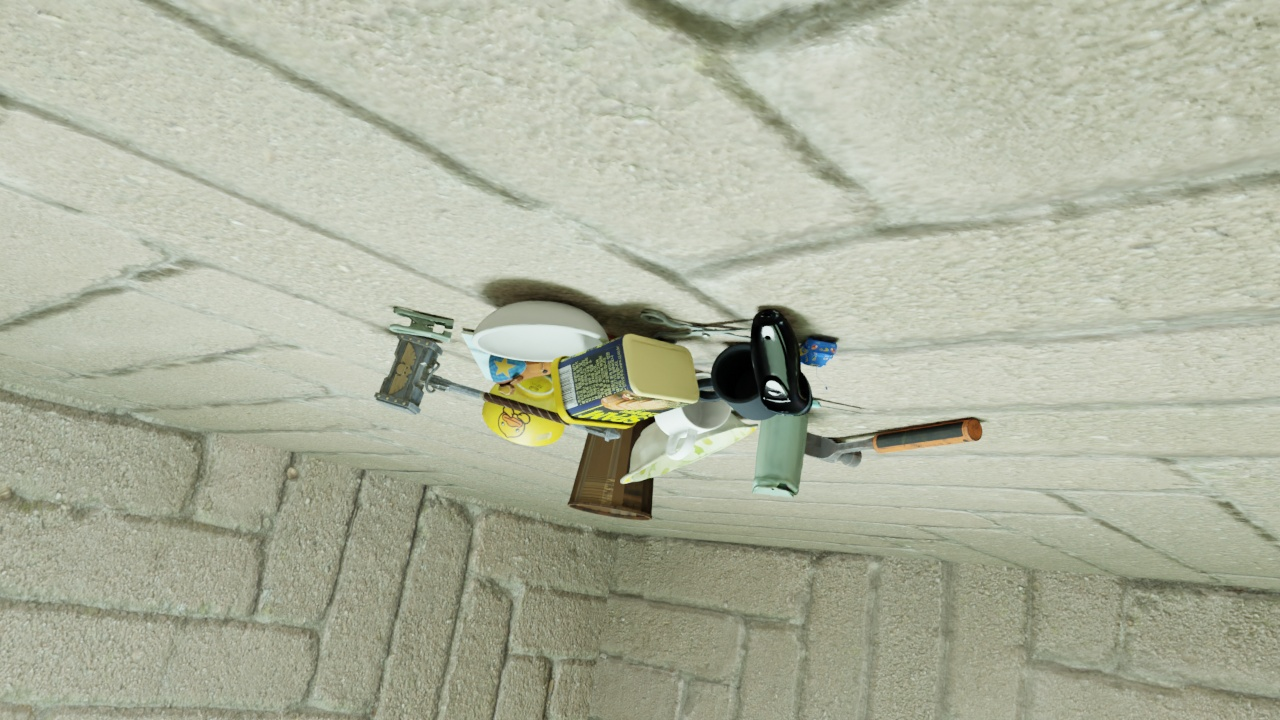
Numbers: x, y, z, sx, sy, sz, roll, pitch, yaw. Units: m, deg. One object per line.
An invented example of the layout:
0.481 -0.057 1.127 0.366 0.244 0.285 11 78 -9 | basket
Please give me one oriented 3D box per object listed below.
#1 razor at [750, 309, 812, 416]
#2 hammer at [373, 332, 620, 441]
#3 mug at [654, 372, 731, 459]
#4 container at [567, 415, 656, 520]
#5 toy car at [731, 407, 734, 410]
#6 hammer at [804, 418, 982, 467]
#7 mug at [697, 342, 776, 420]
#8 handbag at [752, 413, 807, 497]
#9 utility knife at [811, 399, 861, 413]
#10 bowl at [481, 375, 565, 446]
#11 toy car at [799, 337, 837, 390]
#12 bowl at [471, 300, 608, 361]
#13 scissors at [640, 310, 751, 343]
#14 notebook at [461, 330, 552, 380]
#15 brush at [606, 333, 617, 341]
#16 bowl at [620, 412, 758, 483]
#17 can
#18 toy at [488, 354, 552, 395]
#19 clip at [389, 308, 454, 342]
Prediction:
0.146 0.001 0.947 0.053 0.063 0.141 5 134 25 | razor
-0.181 0.053 1.199 0.322 0.098 0.044 16 166 9 | hammer
0.062 0.077 1.200 0.073 0.110 0.091 23 162 -15 | mug
-0.035 0.155 1.436 0.132 0.167 0.132 9 165 2 | container
0.122 0.053 1.234 0.038 0.027 0.090 13 178 -20 | toy car
0.347 0.113 1.308 0.137 0.035 0.315 16 163 -24 | hammer
0.110 0.028 1.053 0.105 0.071 0.077 -11 158 20 | mug
0.196 0.130 1.291 0.067 0.121 0.106 7 165 9 | handbag
0.216 0.054 1.211 0.165 0.015 0.022 9 -172 -7 | utility knife
-0.154 0.057 1.265 0.117 0.068 0.117 15 -152 -9 | bowl
0.186 0.011 0.976 0.033 0.061 0.092 11 165 -4 | toy car
-0.109 -0.037 1.007 0.149 0.043 0.150 0 166 0 | bowl
0.064 -0.028 1.003 0.141 0.014 0.158 15 164 -9 | scissors
-0.142 0.011 1.275 0.181 0.009 0.254 9 165 1 | notebook
-0.007 0.007 1.141 0.041 0.030 0.172 -1 162 36 | brush
0.062 0.112 1.339 0.219 0.060 0.189 -20 165 -15 | bowl
-0.014 0.024 1.018 0.105 0.075 0.135 -20 162 33 | can
-0.144 0.003 1.167 0.090 0.070 0.103 -7 -177 11 | toy
-0.267 -0.043 1.122 0.075 0.042 0.023 13 163 -12 | clip
